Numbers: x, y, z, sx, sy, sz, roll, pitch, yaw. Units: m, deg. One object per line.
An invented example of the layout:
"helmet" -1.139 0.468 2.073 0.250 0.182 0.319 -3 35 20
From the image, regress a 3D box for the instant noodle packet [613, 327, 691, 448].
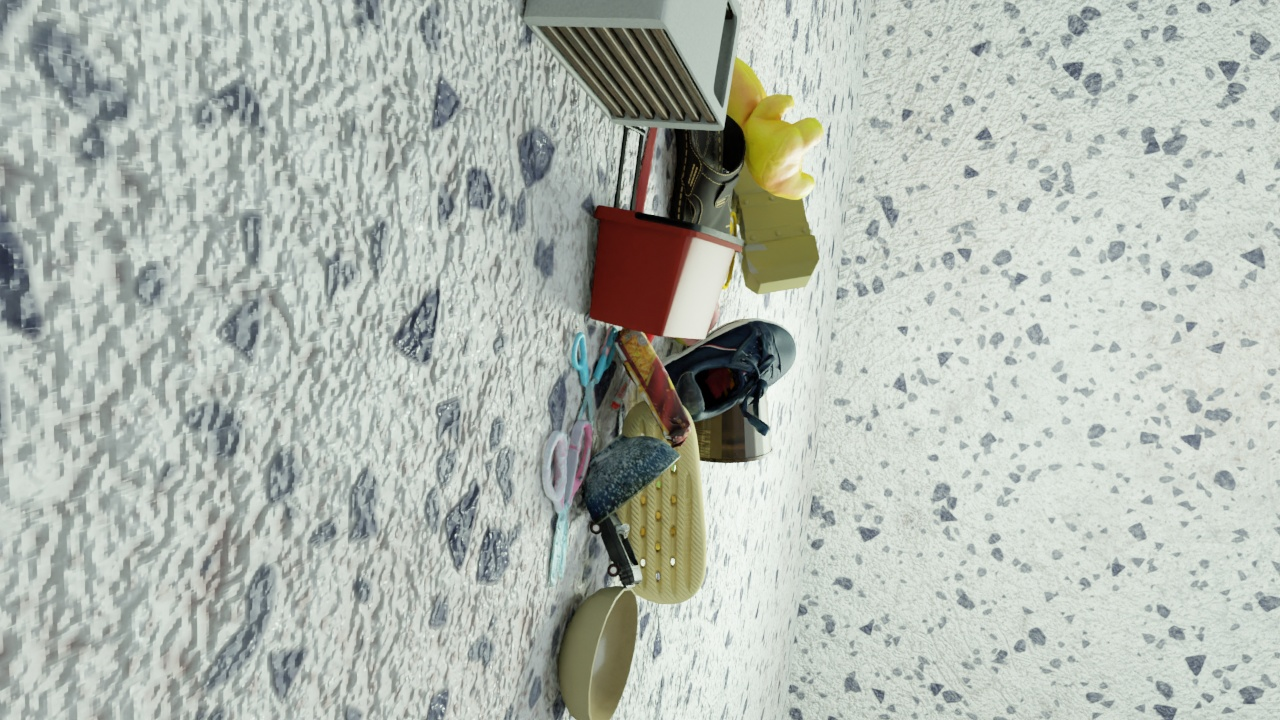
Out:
"instant noodle packet" 0.014 0.028 0.987 0.135 0.039 0.098 61 -4 11

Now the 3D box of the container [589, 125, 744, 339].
"container" 0.026 -0.129 0.922 0.147 0.127 0.201 1 103 -63

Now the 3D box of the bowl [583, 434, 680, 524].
"bowl" -0.020 0.115 0.968 0.114 0.061 0.114 -39 175 -5

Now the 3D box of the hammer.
"hammer" 0.198 -0.178 1.460 0.325 0.101 0.190 75 6 -79

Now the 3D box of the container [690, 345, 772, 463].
"container" 0.123 0.049 1.315 0.132 0.132 0.167 -26 117 -69

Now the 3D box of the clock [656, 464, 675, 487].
"clock" 0.036 0.130 1.202 0.094 0.042 0.119 -34 129 -68

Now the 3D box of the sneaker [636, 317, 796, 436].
"sneaker" 0.136 0.018 1.163 0.293 0.127 0.121 -21 104 -46

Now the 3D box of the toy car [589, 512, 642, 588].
"toy car" -0.023 0.204 1.010 0.092 0.037 0.040 66 10 16

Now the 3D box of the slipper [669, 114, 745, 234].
"slipper" 0.086 -0.224 1.119 0.112 0.076 0.268 -26 124 -46

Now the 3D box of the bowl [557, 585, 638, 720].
"bowl" -0.051 0.318 1.000 0.152 0.050 0.152 9 89 -72

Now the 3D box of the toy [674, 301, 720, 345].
"toy" 0.076 -0.065 1.222 0.109 0.051 0.090 -19 120 -71

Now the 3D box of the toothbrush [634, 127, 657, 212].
"toothbrush" 0.014 -0.233 1.012 0.016 0.016 0.189 41 59 -70

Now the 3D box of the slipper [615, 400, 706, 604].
"slipper" 0.020 0.163 1.099 0.079 0.111 0.262 -98 -174 -73

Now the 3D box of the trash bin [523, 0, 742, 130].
"trash bin" 0.004 -0.297 0.791 0.228 0.114 0.114 22 77 -72

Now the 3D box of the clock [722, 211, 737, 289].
"clock" 0.105 -0.155 1.279 0.151 0.052 0.113 -19 116 -75

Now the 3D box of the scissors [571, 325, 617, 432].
"scissors" -0.051 0.012 0.931 0.134 0.015 0.135 67 32 -59

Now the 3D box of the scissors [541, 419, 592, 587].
"scissors" -0.083 0.147 0.895 0.103 0.016 0.179 -1 103 -68

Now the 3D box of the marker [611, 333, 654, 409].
"marker" -0.006 0.006 1.064 0.141 0.013 0.013 -64 155 -43

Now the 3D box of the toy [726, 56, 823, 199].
"toy" 0.145 -0.290 1.181 0.087 0.193 0.135 -25 147 -18

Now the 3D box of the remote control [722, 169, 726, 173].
"remote control" 0.092 -0.233 1.253 0.150 0.022 0.047 -41 135 -67
